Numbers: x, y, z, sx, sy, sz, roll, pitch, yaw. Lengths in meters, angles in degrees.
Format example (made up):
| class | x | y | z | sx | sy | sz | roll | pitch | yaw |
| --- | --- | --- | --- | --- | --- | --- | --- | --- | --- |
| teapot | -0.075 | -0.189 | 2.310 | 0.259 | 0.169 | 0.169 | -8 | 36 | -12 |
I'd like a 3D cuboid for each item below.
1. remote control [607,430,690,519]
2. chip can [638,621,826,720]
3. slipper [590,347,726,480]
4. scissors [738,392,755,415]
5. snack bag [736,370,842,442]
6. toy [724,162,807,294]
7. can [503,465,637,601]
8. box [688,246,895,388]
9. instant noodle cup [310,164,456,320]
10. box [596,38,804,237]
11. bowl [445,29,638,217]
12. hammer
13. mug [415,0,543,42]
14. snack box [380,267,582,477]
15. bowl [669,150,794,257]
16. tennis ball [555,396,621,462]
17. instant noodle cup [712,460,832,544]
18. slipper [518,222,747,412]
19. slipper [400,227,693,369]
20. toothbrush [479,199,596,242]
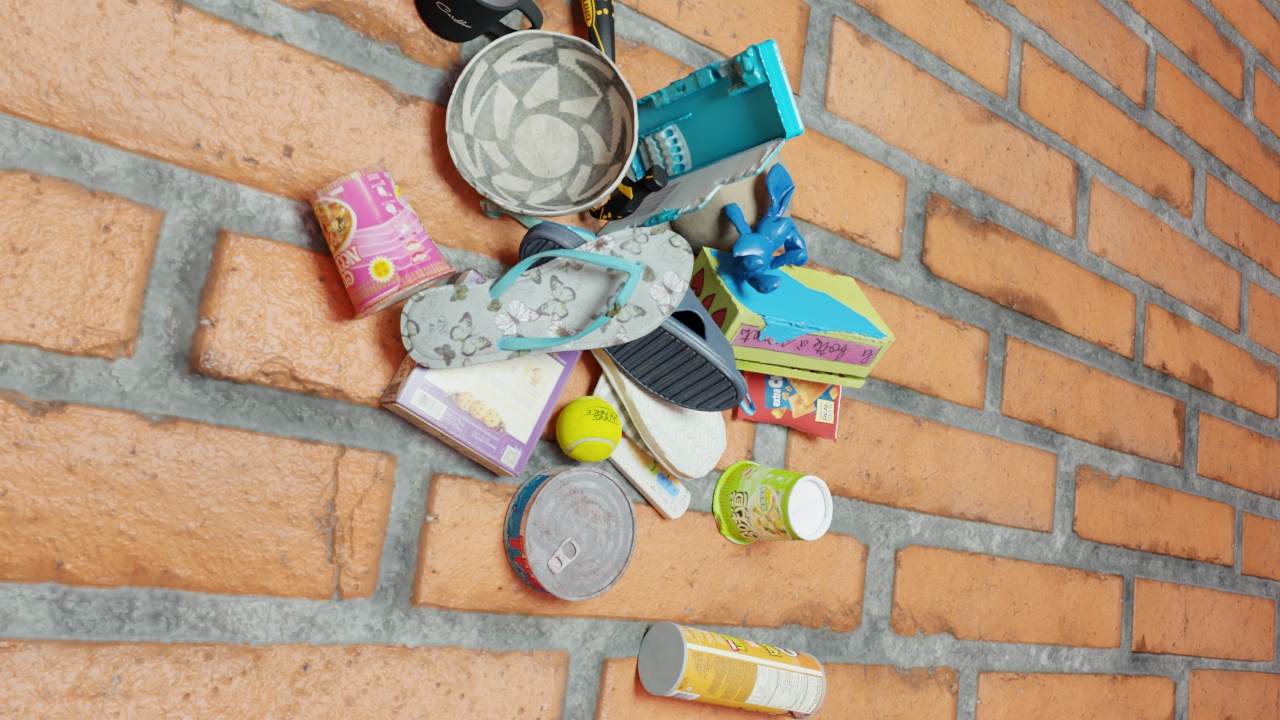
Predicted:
| class | x | y | z | sx | sy | sz | roll | pitch | yaw |
| --- | --- | --- | --- | --- | --- | --- | --- | --- | --- |
| remote control | 0.007 | 0.121 | 0.986 | 0.125 | 0.018 | 0.038 | 48 | 61 | -22 |
| chip can | 0.104 | 0.342 | 1.006 | 0.215 | 0.075 | 0.075 | 23 | 73 | -33 |
| slipper | -0.006 | 0.006 | 0.964 | 0.114 | 0.054 | 0.272 | -39 | 101 | -33 |
| scissors | 0.089 | 0.004 | 1.022 | 0.139 | 0.011 | 0.133 | 61 | 24 | 10 |
| snack bag | 0.184 | 0.022 | 1.107 | 0.144 | 0.039 | 0.130 | 15 | 76 | -24 |
| toy | 0.138 | -0.121 | 0.973 | 0.113 | 0.071 | 0.175 | 52 | 40 | -20 |
| can | -0.068 | 0.170 | 0.910 | 0.129 | 0.044 | 0.130 | 3 | 85 | -36 |
| box | 0.158 | -0.047 | 1.025 | 0.220 | 0.083 | 0.124 | 5 | 40 | -29 |
| instant noodle cup | -0.226 | -0.104 | 0.789 | 0.097 | 0.098 | 0.108 | -31 | 98 | -34 |
| box | 0.055 | -0.205 | 0.913 | 0.085 | 0.228 | 0.169 | 14 | 78 | -35 |
| bowl | -0.093 | -0.218 | 0.885 | 0.178 | 0.081 | 0.178 | 0 | 87 | -5 |
| hammer | -0.038 | -0.299 | 0.942 | 0.036 | 0.124 | 0.320 | 2 | 75 | -40 |
| mug | -0.145 | -0.341 | 0.862 | 0.113 | 0.088 | 0.078 | 32 | 69 | -30 |
| snack box | -0.145 | 0.014 | 0.867 | 0.143 | 0.041 | 0.147 | 37 | 66 | -28 |
| bowl | 0.110 | -0.192 | 1.050 | 0.162 | 0.070 | 0.162 | 3 | 85 | -36 |
| tennis ball | -0.051 | 0.069 | 0.917 | 0.065 | 0.065 | 0.065 | 3 | 85 | -36 |
| instant noodle cup | 0.154 | 0.163 | 1.035 | 0.098 | 0.108 | 0.099 | 4 | 84 | -37 |
| slipper | 0.000 | -0.051 | 0.901 | 0.263 | 0.101 | 0.082 | 39 | 48 | -10 |
| slipper | -0.075 | -0.047 | 0.803 | 0.268 | 0.055 | 0.098 | -17 | 96 | -8 |
| toothbrush | -0.100 | -0.136 | 0.924 | 0.135 | 0.022 | 0.017 | 14 | 47 | -34 |
